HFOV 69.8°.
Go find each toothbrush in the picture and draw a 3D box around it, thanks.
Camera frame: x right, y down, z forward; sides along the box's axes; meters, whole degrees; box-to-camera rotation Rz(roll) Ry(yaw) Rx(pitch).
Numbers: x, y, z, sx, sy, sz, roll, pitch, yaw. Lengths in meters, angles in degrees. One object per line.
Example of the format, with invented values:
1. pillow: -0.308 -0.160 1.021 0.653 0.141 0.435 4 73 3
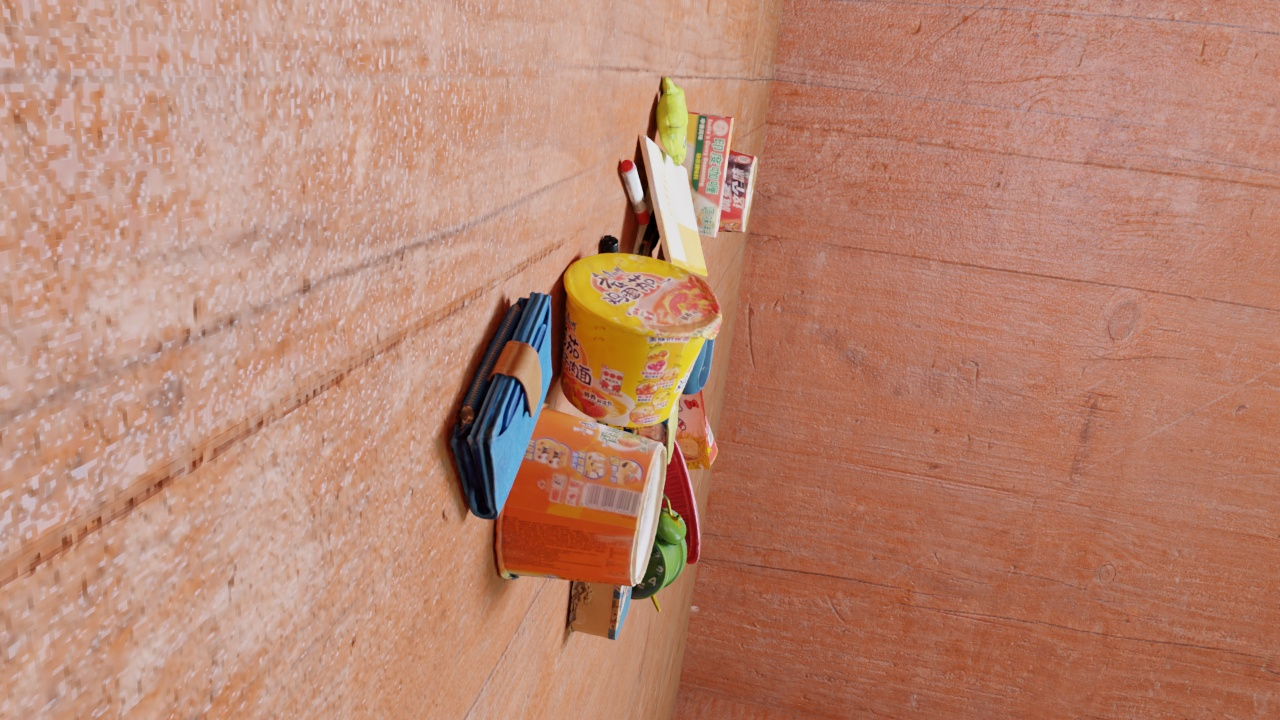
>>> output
1. toothbrush: 0.004 -0.158 1.071 0.016 0.016 0.179 99 5 -65

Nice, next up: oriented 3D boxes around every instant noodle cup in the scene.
1. instant noodle cup: 0.023 0.188 1.244 0.194 0.065 0.194 167 -89 -78
2. instant noodle cup: -0.044 0.119 0.768 0.151 0.111 0.151 11 89 -81
3. instant noodle cup: 0.104 -0.243 1.301 0.138 0.109 0.138 11 89 -80
4. instant noodle cup: -0.009 -0.015 0.807 0.137 0.138 0.110 -65 170 -59

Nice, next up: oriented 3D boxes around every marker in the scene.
1. marker: -0.005 -0.179 0.987 0.145 0.017 0.017 63 38 -75
2. marker: -0.031 -0.070 0.943 0.022 0.020 0.132 -112 -164 -45

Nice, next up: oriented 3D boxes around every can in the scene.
1. can: -0.001 0.072 1.070 0.102 0.083 0.057 90 14 -48

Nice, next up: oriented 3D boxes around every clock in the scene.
1. clock: -0.001 0.229 1.155 0.056 0.116 0.161 -33 136 -64

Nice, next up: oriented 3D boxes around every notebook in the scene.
1. notebook: 0.042 -0.176 1.085 0.206 0.010 0.146 -4 82 -75

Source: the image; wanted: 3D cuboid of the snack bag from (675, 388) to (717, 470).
1. snack bag: 0.063 0.051 1.321 0.128 0.073 0.208 -141 -144 -60

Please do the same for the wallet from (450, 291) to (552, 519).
1. wallet: -0.089 0.030 0.636 0.107 0.040 0.132 96 8 -51

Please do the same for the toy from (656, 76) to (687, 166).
1. toy: 0.037 -0.280 1.069 0.100 0.031 0.097 -65 142 -62

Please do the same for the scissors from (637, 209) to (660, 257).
1. scissors: 0.003 -0.121 1.107 0.182 0.015 0.209 -23 123 -80

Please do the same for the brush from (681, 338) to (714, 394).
1. brush: 0.069 -0.024 1.181 0.073 0.055 0.144 -109 -154 -77

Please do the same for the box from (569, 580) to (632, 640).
1. box: -0.039 0.230 1.080 0.089 0.063 0.184 -57 157 -69

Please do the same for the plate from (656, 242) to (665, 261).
1. plate: 0.029 -0.041 1.156 0.229 0.028 0.229 -176 -87 -86

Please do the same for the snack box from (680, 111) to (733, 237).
1. snack box: 0.073 -0.245 1.210 0.027 0.077 0.156 -55 153 -68
